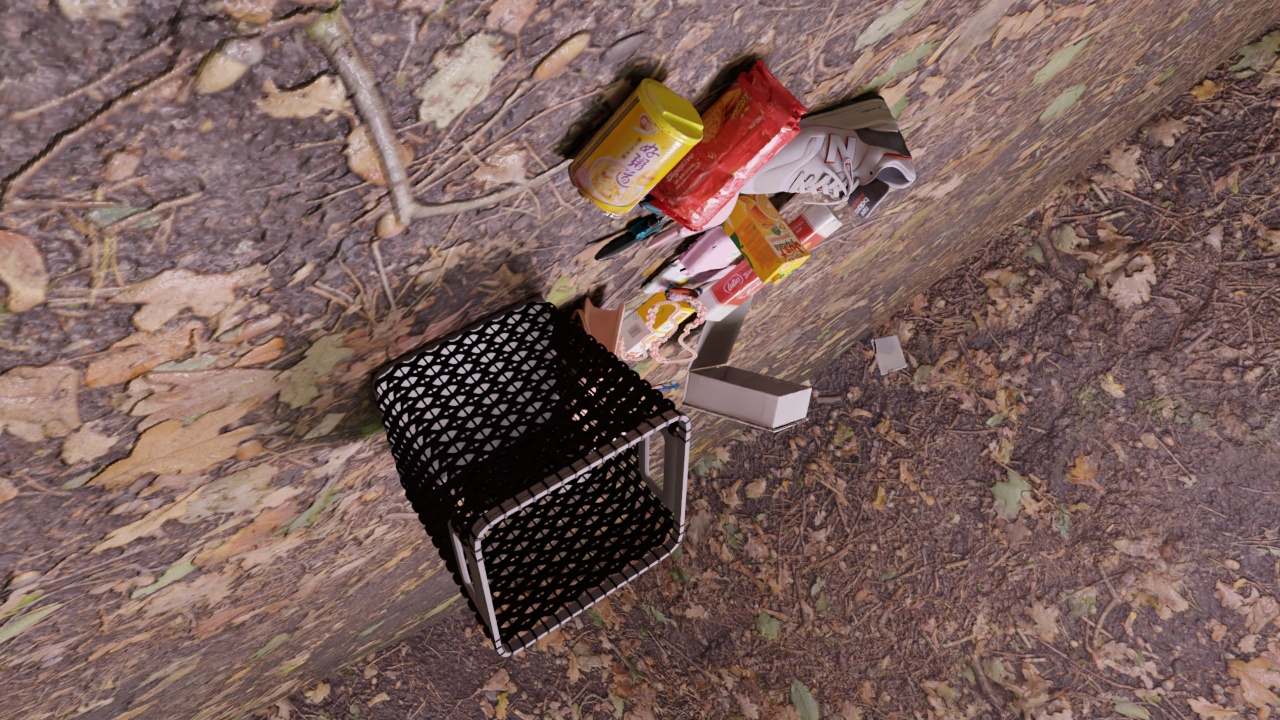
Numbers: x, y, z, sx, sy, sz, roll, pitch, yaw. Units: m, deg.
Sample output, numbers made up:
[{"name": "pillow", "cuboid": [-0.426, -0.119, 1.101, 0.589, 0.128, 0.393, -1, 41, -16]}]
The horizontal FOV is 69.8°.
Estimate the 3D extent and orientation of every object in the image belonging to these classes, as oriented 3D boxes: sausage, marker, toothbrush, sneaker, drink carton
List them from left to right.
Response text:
[{"name": "drink carton", "cuboid": [0.013, -0.053, 1.319, 0.123, 0.040, 0.058, -38, 166, 19]}, {"name": "toothbrush", "cuboid": [0.035, 0.056, 1.828, 0.134, 0.017, 0.022, -13, 152, -51]}, {"name": "sausage", "cuboid": [0.057, -0.090, 1.252, 0.020, 0.020, 0.155, -37, 172, 15]}, {"name": "toothbrush", "cuboid": [0.062, -0.167, 1.068, 0.135, 0.016, 0.021, -37, -176, -1]}, {"name": "marker", "cuboid": [0.071, -0.164, 1.120, 0.138, 0.016, 0.022, -25, -172, -30]}, {"name": "toothbrush", "cuboid": [0.150, -0.134, 1.409, 0.186, 0.017, 0.012, -28, 146, -23]}, {"name": "drink carton", "cuboid": [0.144, -0.151, 1.099, 0.058, 0.122, 0.041, -21, 162, -45]}, {"name": "sneaker", "cuboid": [0.225, -0.217, 1.052, 0.239, 0.124, 0.089, -28, 166, -23]}]

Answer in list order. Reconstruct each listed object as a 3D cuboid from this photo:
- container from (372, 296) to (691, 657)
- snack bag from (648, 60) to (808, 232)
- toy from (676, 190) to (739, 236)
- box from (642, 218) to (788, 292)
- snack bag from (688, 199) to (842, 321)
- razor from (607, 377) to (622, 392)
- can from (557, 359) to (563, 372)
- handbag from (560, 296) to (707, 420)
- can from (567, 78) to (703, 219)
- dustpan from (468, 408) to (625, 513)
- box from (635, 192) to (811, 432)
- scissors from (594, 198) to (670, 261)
[{"name": "container", "cuboid": [-0.121, 0.113, 0.995, 0.245, 0.243, 0.248, -28, 142, -25]}, {"name": "snack bag", "cuboid": [0.077, -0.195, 0.873, 0.177, 0.082, 0.082, -43, 164, 32]}, {"name": "toy", "cuboid": [0.072, -0.171, 0.992, 0.095, 0.053, 0.099, -45, 168, -25]}, {"name": "box", "cuboid": [0.108, -0.138, 1.247, 0.200, 0.041, 0.154, -16, 159, -50]}, {"name": "snack bag", "cuboid": [0.172, -0.132, 1.246, 0.226, 0.041, 0.077, -40, 167, 18]}, {"name": "razor", "cuboid": [-0.093, 0.058, 1.445, 0.156, 0.057, 0.060, -40, -164, -8]}, {"name": "can", "cuboid": [-0.116, 0.046, 1.305, 0.067, 0.067, 0.121, -27, 165, -27]}, {"name": "handbag", "cuboid": [-0.007, 0.006, 1.163, 0.187, 0.116, 0.199, 8, 156, -7]}, {"name": "can", "cuboid": [-0.004, -0.177, 0.770, 0.105, 0.067, 0.067, -41, 165, 31]}, {"name": "dustpan", "cuboid": [-0.104, 0.117, 1.212, 0.257, 0.033, 0.163, -23, -151, -4]}, {"name": "box", "cuboid": [0.116, -0.075, 1.514, 0.165, 0.446, 0.166, -29, 170, 26]}, {"name": "scissors", "cuboid": [0.012, -0.156, 0.991, 0.148, 0.019, 0.118, -34, 172, -23]}]
